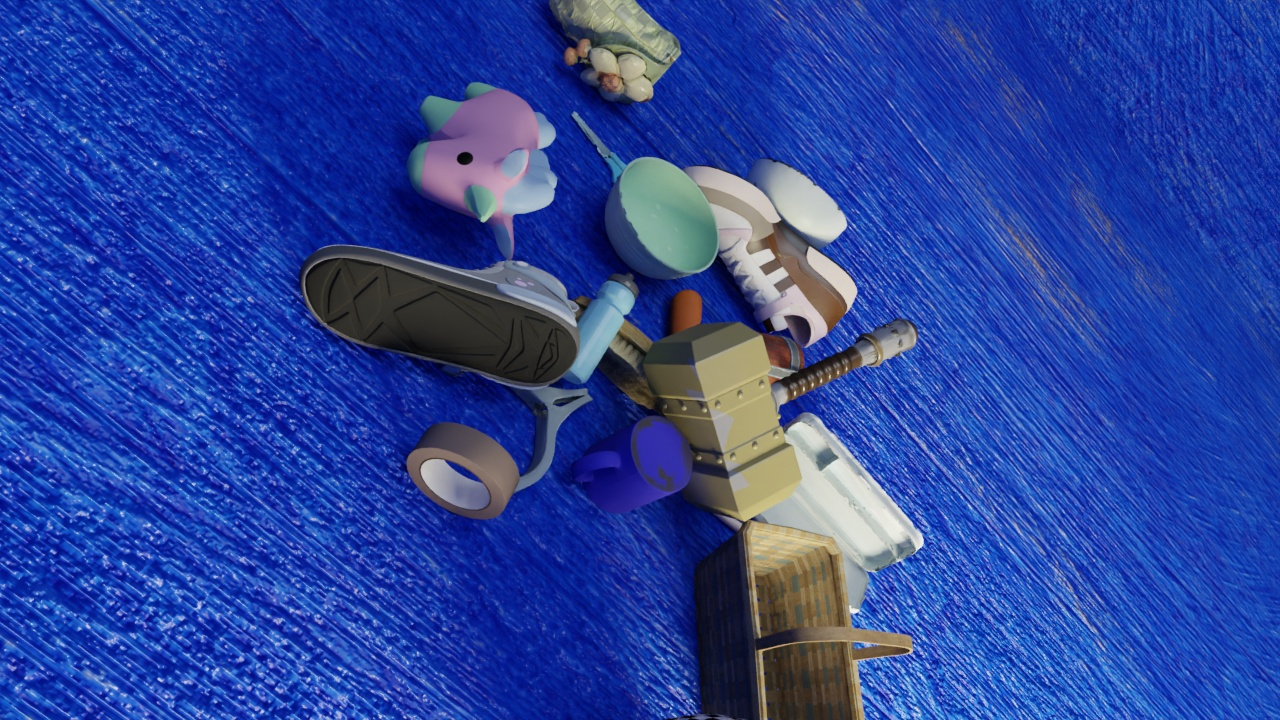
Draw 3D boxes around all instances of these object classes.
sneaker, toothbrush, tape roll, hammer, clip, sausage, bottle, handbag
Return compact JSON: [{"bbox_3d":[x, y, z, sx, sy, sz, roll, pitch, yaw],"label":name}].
[{"bbox_3d":[0.143,-0.123,1.182,0.293,0.112,0.116,38,68,-21],"label":"sneaker"},{"bbox_3d":[-0.181,-0.067,0.874,0.256,0.093,0.160,17,26,-14],"label":"sneaker"},{"bbox_3d":[0.079,0.161,1.024,0.181,0.016,0.018,39,42,-19],"label":"toothbrush"},{"bbox_3d":[-0.153,0.096,0.794,0.093,0.094,0.030,42,47,-17],"label":"tape roll"},{"bbox_3d":[0.181,0.020,0.999,0.324,0.101,0.190,-23,102,-28],"label":"hammer"},{"bbox_3d":[-0.117,0.075,0.888,0.168,0.031,0.164,17,60,-33],"label":"clip"},{"bbox_3d":[0.056,-0.010,1.075,0.044,0.039,0.164,14,60,-33],"label":"sausage"},{"bbox_3d":[-0.042,-0.038,0.941,0.040,0.040,0.129,39,68,-20],"label":"bottle"},{"bbox_3d":[-0.047,-0.400,1.149,0.186,0.113,0.116,44,60,-11],"label":"handbag"}]

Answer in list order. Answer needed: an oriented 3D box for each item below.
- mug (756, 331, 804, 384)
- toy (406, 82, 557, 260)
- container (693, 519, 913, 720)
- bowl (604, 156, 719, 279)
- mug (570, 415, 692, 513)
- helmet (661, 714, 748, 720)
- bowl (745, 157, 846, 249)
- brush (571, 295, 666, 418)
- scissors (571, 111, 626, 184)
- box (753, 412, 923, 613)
[{"bbox_3d":[0.139,0.004,1.093,0.111,0.117,0.081,15,95,-31],"label":"mug"},{"bbox_3d":[-0.143,-0.208,0.927,0.171,0.120,0.221,29,40,16],"label":"toy"},{"bbox_3d":[0.161,0.287,0.906,0.157,0.187,0.249,17,58,-35],"label":"container"},{"bbox_3d":[0.015,-0.157,1.088,0.150,0.077,0.150,20,56,-33],"label":"bowl"},{"bbox_3d":[-0.016,0.105,0.918,0.111,0.084,0.079,5,65,-40],"label":"mug"},{"bbox_3d":[0.060,0.403,0.710,0.233,0.254,0.233,-5,87,-45],"label":"helmet"},{"bbox_3d":[0.196,-0.198,1.240,0.153,0.153,0.073,38,86,-21],"label":"bowl"},{"bbox_3d":[-0.006,0.006,0.997,0.195,0.059,0.043,43,57,-10],"label":"brush"},{"bbox_3d":[-0.039,-0.254,1.138,0.136,0.015,0.055,52,47,-12],"label":"scissors"},{"bbox_3d":[0.221,0.170,1.053,0.210,0.106,0.129,44,36,-1],"label":"box"}]
